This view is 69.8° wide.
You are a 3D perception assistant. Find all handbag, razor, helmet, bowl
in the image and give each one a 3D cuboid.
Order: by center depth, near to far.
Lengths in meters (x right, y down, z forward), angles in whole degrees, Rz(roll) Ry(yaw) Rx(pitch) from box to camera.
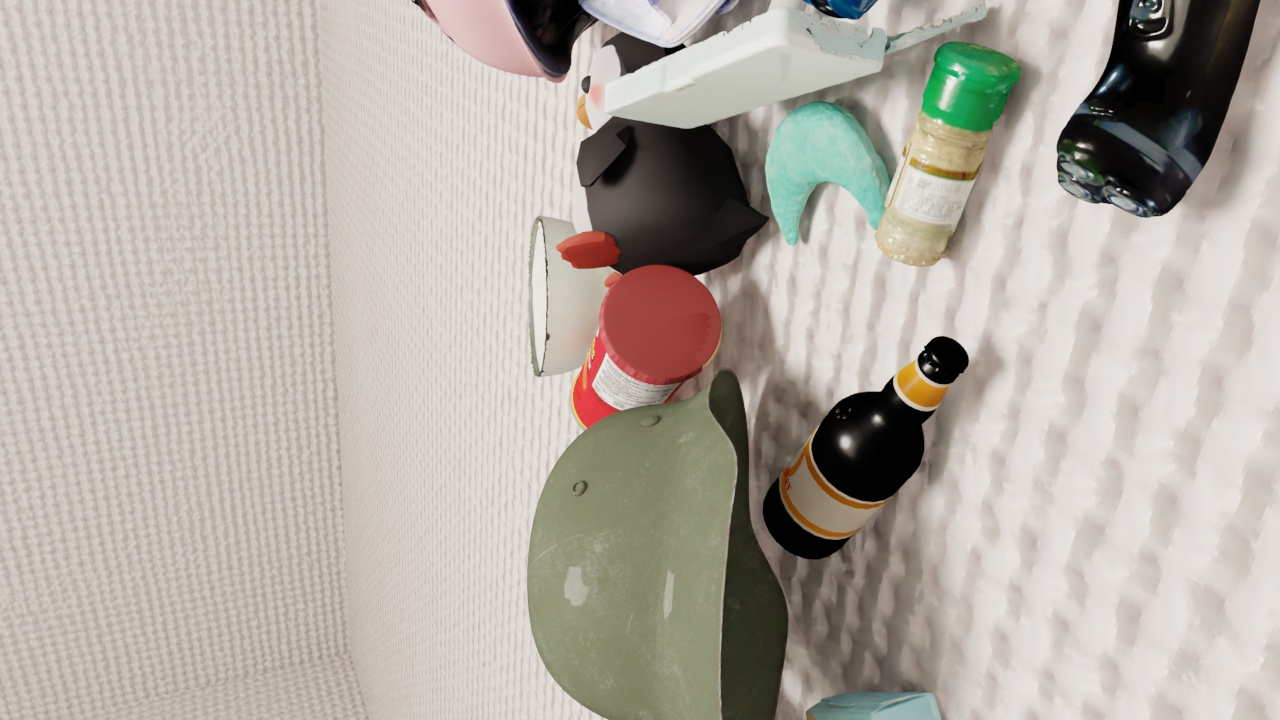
[{"bbox_3d":[0.199,-0.127,0.352,0.053,0.063,0.141,39,131,54],"label":"razor"},{"bbox_3d":[0.008,0.128,0.613,0.227,0.154,0.267,66,-150,-51],"label":"helmet"},{"bbox_3d":[0.020,-0.291,0.643,0.069,0.126,0.158,48,178,-40],"label":"handbag"},{"bbox_3d":[-0.118,-0.354,0.740,0.229,0.153,0.255,-38,-51,-75],"label":"helmet"},{"bbox_3d":[-0.066,-0.061,0.880,0.153,0.073,0.153,178,91,-78],"label":"bowl"}]

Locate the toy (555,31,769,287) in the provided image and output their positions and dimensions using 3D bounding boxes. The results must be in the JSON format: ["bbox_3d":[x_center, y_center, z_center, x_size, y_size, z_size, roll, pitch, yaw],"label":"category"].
[{"bbox_3d":[0.018,-0.159,0.670,0.140,0.159,0.184,-13,71,25],"label":"toy"}]

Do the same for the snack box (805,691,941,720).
[{"bbox_3d":[0.159,0.290,0.549,0.075,0.053,0.174,140,121,-62],"label":"snack box"}]

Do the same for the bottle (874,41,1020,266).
[{"bbox_3d":[0.156,-0.103,0.473,0.043,0.043,0.111,54,143,45],"label":"bottle"}]

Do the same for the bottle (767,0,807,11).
[{"bbox_3d":[0.111,-0.272,0.510,0.052,0.052,0.196,63,148,36],"label":"bottle"}]

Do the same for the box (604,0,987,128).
[{"bbox_3d":[0.075,-0.161,0.517,0.197,0.135,0.044,12,111,63],"label":"box"}]

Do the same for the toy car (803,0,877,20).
[{"bbox_3d":[0.127,-0.229,0.464,0.120,0.056,0.043,-52,52,29],"label":"toy car"}]

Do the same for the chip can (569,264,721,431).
[{"bbox_3d":[-0.004,0.004,0.730,0.214,0.087,0.087,122,136,-69],"label":"chip can"}]

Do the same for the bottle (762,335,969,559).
[{"bbox_3d":[0.132,0.050,0.537,0.059,0.059,0.182,66,149,31],"label":"bottle"}]

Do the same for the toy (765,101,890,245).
[{"bbox_3d":[0.113,-0.117,0.572,0.105,0.033,0.085,-1,106,63],"label":"toy"}]
